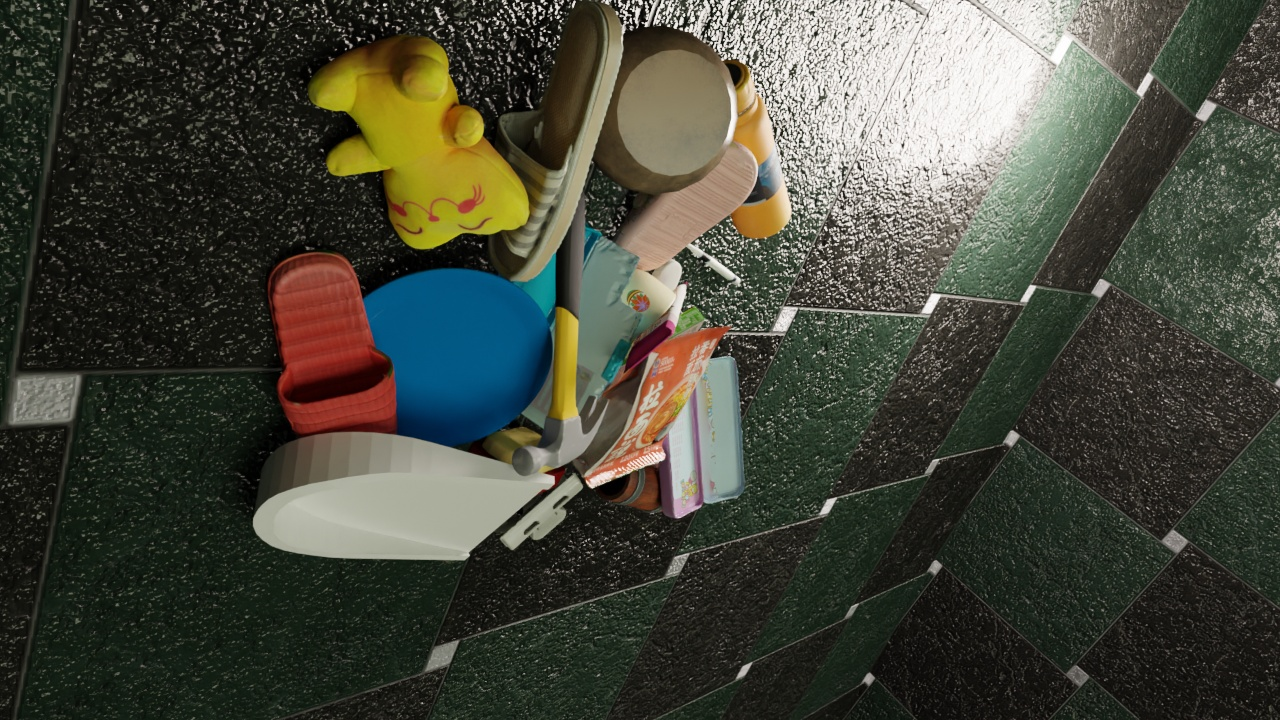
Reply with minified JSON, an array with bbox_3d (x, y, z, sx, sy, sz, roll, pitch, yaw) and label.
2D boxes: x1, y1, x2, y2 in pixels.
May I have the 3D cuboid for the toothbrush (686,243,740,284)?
[{"bbox_3d":[0.088,-0.130,1.189,0.012,0.017,0.186,-53,147,7],"label":"toothbrush"}]

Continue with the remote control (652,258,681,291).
[{"bbox_3d":[0.016,-0.066,1.167,0.043,0.013,0.137,-3,123,-48],"label":"remote control"}]

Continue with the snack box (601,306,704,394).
[{"bbox_3d":[-0.007,0.007,1.154,0.167,0.027,0.132,-29,164,-30],"label":"snack box"}]

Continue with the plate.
[{"bbox_3d":[-0.199,-0.002,0.918,0.224,0.024,0.225,-12,131,-14],"label":"plate"}]

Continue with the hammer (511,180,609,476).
[{"bbox_3d":[-0.073,-0.052,0.918,0.126,0.029,0.324,-13,110,-55],"label":"hammer"}]

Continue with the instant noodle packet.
[{"bbox_3d":[0.010,0.042,1.142,0.164,0.084,0.221,-13,144,-50],"label":"instant noodle packet"}]

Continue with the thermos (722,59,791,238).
[{"bbox_3d":[0.118,-0.248,1.075,0.076,0.091,0.233,-22,145,6],"label":"thermos"}]

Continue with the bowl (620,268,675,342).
[{"bbox_3d":[-0.028,-0.066,1.051,0.117,0.118,0.074,-43,102,-14],"label":"bowl"}]

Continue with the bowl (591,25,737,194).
[{"bbox_3d":[0.023,-0.242,0.895,0.162,0.070,0.162,-5,108,-16],"label":"bowl"}]

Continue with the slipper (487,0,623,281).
[{"bbox_3d":[-0.088,-0.193,0.834,0.054,0.114,0.273,-2,132,-41],"label":"slipper"}]

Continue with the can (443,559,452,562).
[{"bbox_3d":[-0.203,0.173,1.081,0.120,0.067,0.067,-43,145,-13],"label":"can"}]

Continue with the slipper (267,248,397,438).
[{"bbox_3d":[-0.278,0.018,0.839,0.103,0.059,0.249,-17,131,-17],"label":"slipper"}]

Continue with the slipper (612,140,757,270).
[{"bbox_3d":[0.039,-0.185,1.034,0.093,0.081,0.198,24,127,-41],"label":"slipper"}]

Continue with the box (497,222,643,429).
[{"bbox_3d":[-0.097,-0.039,1.000,0.168,0.086,0.227,24,104,-19],"label":"box"}]

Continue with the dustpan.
[{"bbox_3d":[-0.245,0.152,0.913,0.257,0.053,0.192,21,135,-31],"label":"dustpan"}]

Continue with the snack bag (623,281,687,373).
[{"bbox_3d":[0.019,-0.043,1.050,0.070,0.016,0.196,-39,-169,20],"label":"snack bag"}]

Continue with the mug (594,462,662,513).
[{"bbox_3d":[-0.002,0.154,1.302,0.111,0.081,0.117,20,87,-51],"label":"mug"}]

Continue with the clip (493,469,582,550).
[{"bbox_3d":[-0.131,0.191,1.176,0.126,0.105,0.152,-40,134,-13],"label":"clip"}]

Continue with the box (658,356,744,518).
[{"bbox_3d":[0.084,0.108,1.307,0.151,0.041,0.214,-12,104,-34],"label":"box"}]

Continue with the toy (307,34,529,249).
[{"bbox_3d":[-0.183,-0.179,0.765,0.135,0.087,0.194,-10,142,14],"label":"toy"}]

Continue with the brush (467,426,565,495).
[{"bbox_3d":[-0.137,0.112,1.048,0.042,0.082,0.173,-58,171,5],"label":"brush"}]
